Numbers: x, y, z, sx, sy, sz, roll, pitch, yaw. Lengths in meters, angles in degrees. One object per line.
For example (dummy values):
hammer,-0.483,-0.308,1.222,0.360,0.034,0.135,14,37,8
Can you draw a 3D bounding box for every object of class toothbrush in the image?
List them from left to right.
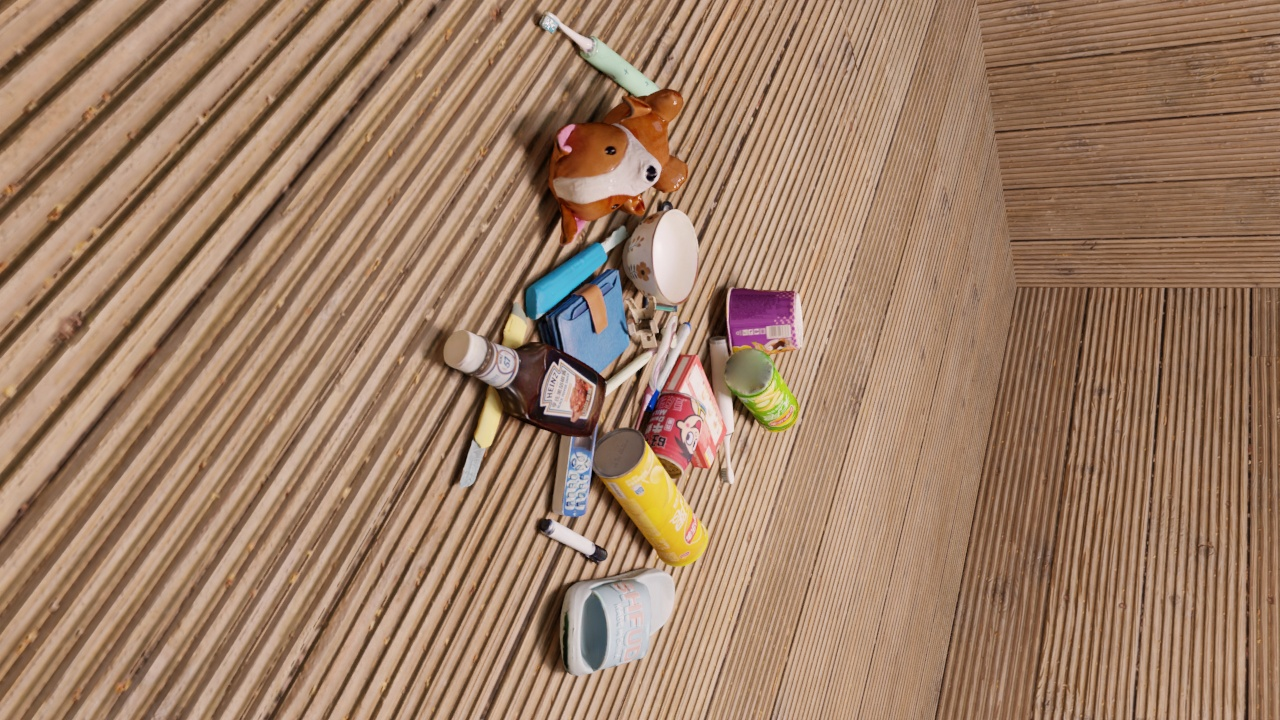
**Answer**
toothbrush,-0.040,-0.335,1.018,0.224,0.026,0.027,15,102,-59
toothbrush,-0.007,0.007,1.114,0.029,0.020,0.189,54,40,-3
toothbrush,0.017,0.032,1.129,0.016,0.017,0.187,32,74,-61
toothbrush,0.120,0.075,1.323,0.026,0.026,0.221,-21,111,-45

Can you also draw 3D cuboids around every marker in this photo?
marker,-0.073,0.203,1.021,0.130,0.018,0.022,42,66,-53
marker,0.035,0.006,1.184,0.145,0.017,0.017,-63,141,-34

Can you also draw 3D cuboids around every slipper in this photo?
slipper,-0.014,0.303,1.075,0.245,0.074,0.104,1,93,-60

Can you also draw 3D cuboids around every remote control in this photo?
remote control,-0.072,0.108,1.007,0.049,0.024,0.125,18,79,-58

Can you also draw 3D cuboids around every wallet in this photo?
wallet,-0.057,-0.031,1.011,0.132,0.040,0.106,-45,134,-49

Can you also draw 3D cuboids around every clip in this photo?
clip,0.005,-0.057,1.089,0.104,0.035,0.081,6,77,-83

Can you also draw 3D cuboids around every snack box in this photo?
snack box,0.076,0.071,1.249,0.075,0.025,0.153,-61,141,-38

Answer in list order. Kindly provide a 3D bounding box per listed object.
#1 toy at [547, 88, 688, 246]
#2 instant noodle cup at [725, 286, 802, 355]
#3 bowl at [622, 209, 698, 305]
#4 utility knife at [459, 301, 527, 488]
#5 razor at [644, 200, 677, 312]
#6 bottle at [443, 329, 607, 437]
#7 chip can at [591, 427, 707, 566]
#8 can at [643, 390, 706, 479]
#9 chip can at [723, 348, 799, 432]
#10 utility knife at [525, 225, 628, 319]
toy,-0.023,-0.210,0.979,0.199,0.131,0.140,-33,127,-42
instant noodle cup,0.180,-0.055,1.319,0.111,0.099,0.111,-4,89,-76
bowl,0.018,-0.123,1.100,0.113,0.062,0.113,-5,95,-60
utility knife,-0.140,0.034,0.892,0.031,0.020,0.194,39,53,-47
razor,0.028,-0.132,1.158,0.042,0.022,0.142,5,83,-15
bottle,-0.109,0.019,0.890,0.194,0.044,0.079,29,73,-50
chip can,0.013,0.170,1.111,0.213,0.072,0.071,58,46,-43
can,0.039,0.094,1.150,0.066,0.067,0.093,56,47,-45
chip can,0.179,0.046,1.341,0.221,0.073,0.072,43,56,-64
utility knife,-0.063,-0.104,1.007,0.206,0.018,0.034,-45,133,-47
